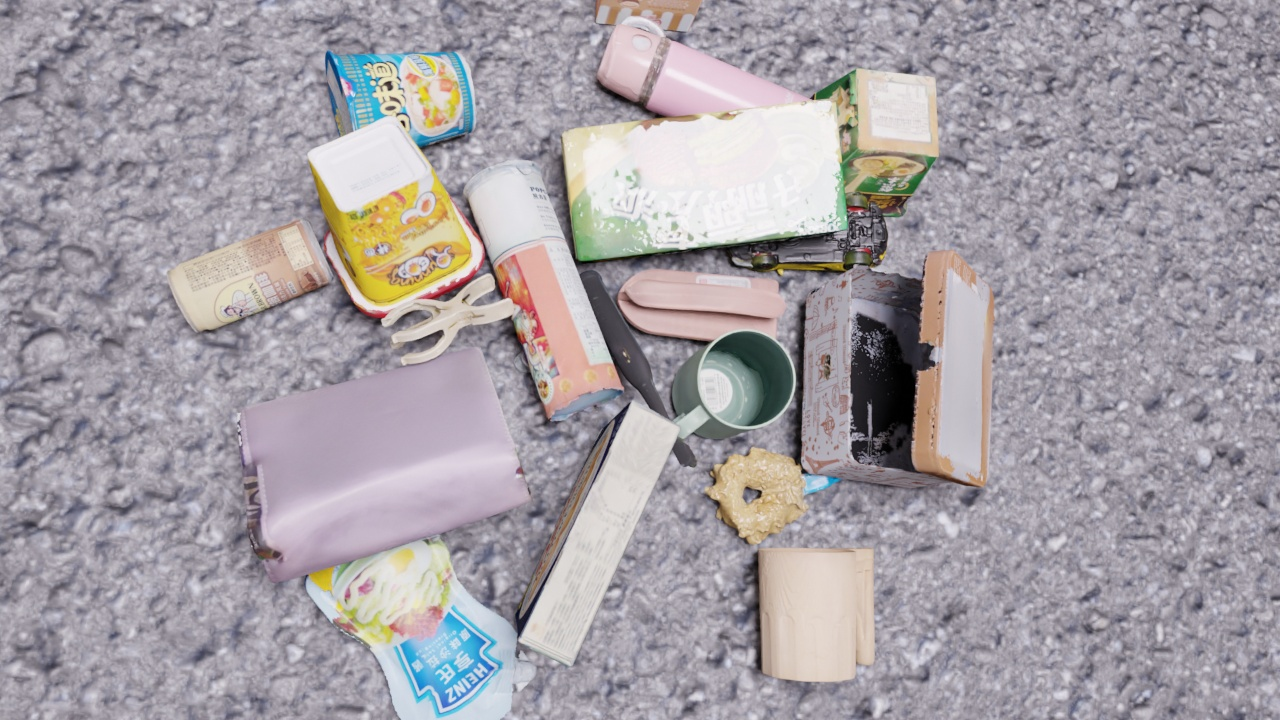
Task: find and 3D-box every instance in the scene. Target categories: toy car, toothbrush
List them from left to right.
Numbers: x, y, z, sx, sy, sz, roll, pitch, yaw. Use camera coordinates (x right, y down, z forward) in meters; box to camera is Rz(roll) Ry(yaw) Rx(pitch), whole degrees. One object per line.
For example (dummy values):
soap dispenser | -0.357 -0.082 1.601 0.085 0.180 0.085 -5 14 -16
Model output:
toothbrush | -0.005 0.004 0.767 0.026 0.027 0.212 -39 56 13
toy car | 0.155 -0.118 0.861 0.156 0.041 0.071 -1 78 2

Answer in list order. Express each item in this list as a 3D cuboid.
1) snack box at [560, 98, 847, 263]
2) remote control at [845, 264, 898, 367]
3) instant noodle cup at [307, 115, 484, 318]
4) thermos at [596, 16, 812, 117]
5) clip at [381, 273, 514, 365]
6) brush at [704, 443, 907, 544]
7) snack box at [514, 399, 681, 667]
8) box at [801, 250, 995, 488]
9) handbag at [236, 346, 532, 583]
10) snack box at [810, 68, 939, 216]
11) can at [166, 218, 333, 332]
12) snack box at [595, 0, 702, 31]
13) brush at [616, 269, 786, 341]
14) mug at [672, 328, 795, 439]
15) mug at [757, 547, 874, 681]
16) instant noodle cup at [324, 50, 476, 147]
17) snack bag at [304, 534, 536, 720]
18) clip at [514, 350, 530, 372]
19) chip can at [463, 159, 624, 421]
snack box | 0.055 -0.155 0.805 0.240 0.063 0.114 -6 95 -1
remote control | 0.209 -0.028 0.869 0.056 0.019 0.135 19 77 -7
instant noodle cup | -0.200 -0.116 0.735 0.116 0.124 0.116 -29 62 -14
thermos | 0.061 -0.257 0.860 0.198 0.067 0.087 21 62 -6
clip | -0.150 -0.028 0.733 0.103 0.035 0.076 -18 46 -12
brush | 0.178 0.102 0.834 0.254 0.046 0.083 -13 79 -17
snack box | -0.039 0.131 0.708 0.046 0.183 0.177 26 76 -4
box | 0.238 0.014 0.767 0.148 0.158 0.181 9 75 -17
handbag | -0.195 0.081 0.708 0.197 0.145 0.099 -16 126 -12
snack box | 0.221 -0.209 0.859 0.117 0.106 0.118 3 80 -11
can | -0.318 -0.070 0.753 0.116 0.059 0.058 -24 85 -14
snack box | 0.010 -0.367 0.851 0.092 0.094 0.077 1 80 -11
brush | 0.052 -0.049 0.815 0.145 0.073 0.063 7 80 -8
mug | 0.065 0.032 0.785 0.111 0.106 0.082 -39 90 -15
mug | 0.158 0.215 0.793 0.124 0.084 0.103 8 79 -37
instant noodle cup | -0.203 -0.222 0.789 0.109 0.099 0.099 -15 83 -22
snack bag | -0.174 0.219 0.743 0.110 0.039 0.191 -37 90 -26
clip | -0.089 -0.013 0.811 0.024 0.028 0.056 38 66 -10
chip can | -0.082 -0.059 0.778 0.071 0.071 0.214 -19 78 -14
